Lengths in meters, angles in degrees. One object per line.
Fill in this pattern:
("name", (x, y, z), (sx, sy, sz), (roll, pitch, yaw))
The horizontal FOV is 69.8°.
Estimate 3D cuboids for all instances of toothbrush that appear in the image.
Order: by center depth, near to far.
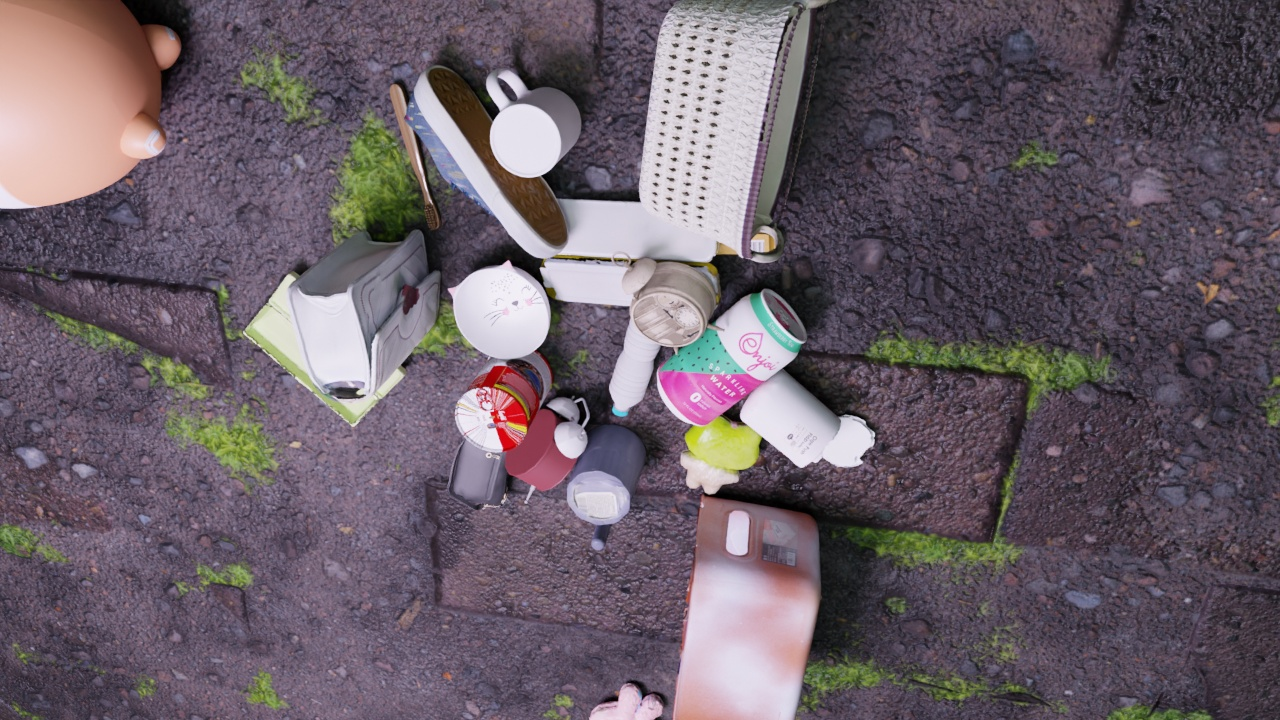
("toothbrush", (-0.253, -0.227, 1.034), (0.016, 0.016, 0.167), (-4, 115, 15))

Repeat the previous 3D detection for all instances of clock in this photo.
("clock", (0.020, -0.067, 0.986), (0.093, 0.054, 0.141), (-27, 122, 39))
("clock", (-0.111, 0.103, 1.125), (0.138, 0.096, 0.048), (-44, 123, 15))

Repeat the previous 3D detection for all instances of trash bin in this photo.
("trash bin", (0.132, 0.321, 1.148), (0.157, 0.181, 0.260), (8, 117, 5))

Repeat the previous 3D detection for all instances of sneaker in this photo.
("sneaker", (-0.174, -0.199, 0.989), (0.079, 0.087, 0.235), (-33, 97, 36))

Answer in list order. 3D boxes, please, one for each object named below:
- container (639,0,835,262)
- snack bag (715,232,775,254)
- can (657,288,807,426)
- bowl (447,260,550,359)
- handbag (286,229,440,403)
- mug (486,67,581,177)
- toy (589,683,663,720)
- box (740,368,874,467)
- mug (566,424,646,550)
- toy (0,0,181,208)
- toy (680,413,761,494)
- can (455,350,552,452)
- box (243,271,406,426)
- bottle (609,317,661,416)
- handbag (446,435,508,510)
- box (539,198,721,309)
("container", (0.091, -0.231, 0.876), (0.143, 0.184, 0.252), (15, 120, 13))
("snack bag", (0.104, -0.130, 1.009), (0.099, 0.020, 0.026), (0, 116, 12))
("can", (0.101, -0.002, 1.037), (0.088, 0.088, 0.166), (44, 116, -12))
("bowl", (-0.157, -0.064, 1.078), (0.115, 0.050, 0.115), (5, 118, 9))
("handbag", (-0.297, -0.054, 1.029), (0.096, 0.198, 0.142), (-2, 117, 10))
("mug", (-0.118, -0.253, 0.950), (0.074, 0.090, 0.110), (-29, 108, 23))
("toy", (-0.015, 0.528, 1.357), (0.108, 0.053, 0.105), (29, 108, -4))
("box", (0.199, 0.080, 1.068), (0.165, 0.094, 0.084), (41, 114, -1))
("mug", (-0.043, 0.158, 1.139), (0.084, 0.103, 0.124), (7, 117, 6))
("toy", (-0.632, -0.288, 0.947), (0.280, 0.262, 0.266), (1, 161, -9))
("toy", (0.094, 0.117, 1.126), (0.092, 0.043, 0.118), (19, 122, -2))
("can", (-0.160, 0.043, 1.096), (0.087, 0.116, 0.087), (5, 117, 9))
("box", (-0.398, -0.013, 1.163), (0.187, 0.029, 0.139), (42, 123, -11))
("bottle", (-0.007, 0.006, 1.088), (0.044, 0.044, 0.136), (19, 119, 1))
("handbag", (-0.202, 0.140, 1.192), (0.079, 0.054, 0.129), (15, 115, -3))
("box", (-0.013, -0.116, 1.021), (0.210, 0.045, 0.128), (6, 115, 17))
